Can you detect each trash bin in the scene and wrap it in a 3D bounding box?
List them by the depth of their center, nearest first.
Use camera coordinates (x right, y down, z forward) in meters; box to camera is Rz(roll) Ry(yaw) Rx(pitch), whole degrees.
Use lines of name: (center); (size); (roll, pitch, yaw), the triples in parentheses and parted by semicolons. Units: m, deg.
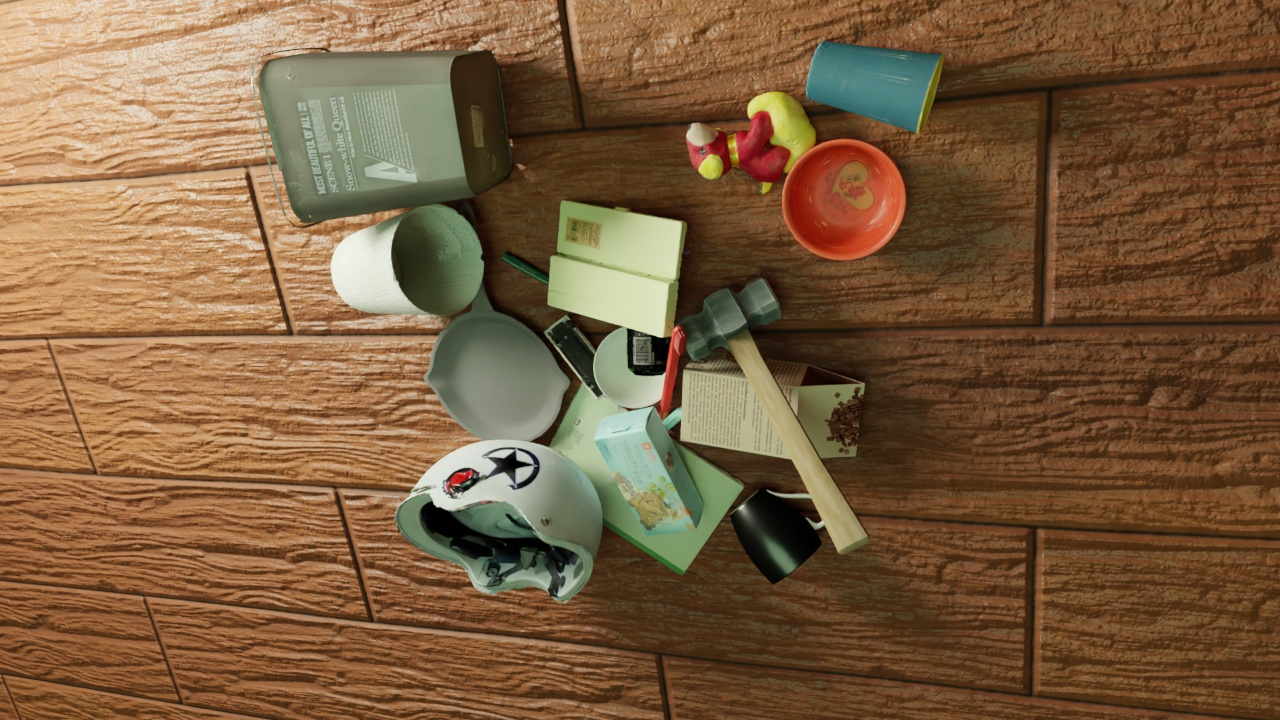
trash bin: (-0.284, -0.267, 1.062); (0.220, 0.197, 0.197); (-1, 112, 13)
trash bin: (-0.297, -0.117, 1.142); (0.162, 0.133, 0.133); (-2, 112, 43)

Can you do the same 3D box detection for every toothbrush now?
toothbrush: (0.037, 0.029, 1.104); (0.018, 0.012, 0.213); (59, 159, 29)
toothbrush: (-0.091, -0.091, 1.156); (0.190, 0.016, 0.017); (28, 121, 6)

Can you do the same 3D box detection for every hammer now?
hammer: (0.155, 0.060, 1.007); (0.117, 0.051, 0.322); (-28, 66, 3)

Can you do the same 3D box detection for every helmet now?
helmet: (-0.175, 0.191, 1.207); (0.264, 0.163, 0.237); (6, 140, 15)

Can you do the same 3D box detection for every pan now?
pan: (-0.199, -0.035, 1.214); (0.217, 0.024, 0.355); (1, 113, 20)

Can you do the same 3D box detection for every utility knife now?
utility knife: (0.003, 0.111, 1.193); (0.015, 0.022, 0.178); (46, 123, -1)

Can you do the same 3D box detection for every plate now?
plate: (-0.007, 0.007, 1.150); (0.104, 0.026, 0.104); (0, 97, -3)

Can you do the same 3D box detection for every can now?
can: (0.010, -0.051, 1.102); (0.054, 0.053, 0.138); (2, 98, 19)

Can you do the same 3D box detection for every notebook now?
notebook: (-0.009, 0.163, 1.239); (0.252, 0.010, 0.182); (32, 119, 5)

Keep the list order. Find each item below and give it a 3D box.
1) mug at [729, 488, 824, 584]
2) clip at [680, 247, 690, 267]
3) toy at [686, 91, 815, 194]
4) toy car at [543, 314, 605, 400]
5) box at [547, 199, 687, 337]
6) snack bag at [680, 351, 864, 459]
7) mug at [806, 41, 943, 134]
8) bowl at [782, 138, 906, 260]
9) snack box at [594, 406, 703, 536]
mug: (0.177, 0.206, 1.158); (0.119, 0.085, 0.100); (-40, 81, -1)
clip: (0.038, -0.132, 1.096); (0.046, 0.014, 0.050); (-28, 102, 27)
toy: (0.122, -0.232, 1.001); (0.137, 0.067, 0.105); (-13, 110, 11)
toy car: (-0.074, -0.004, 1.175); (0.039, 0.039, 0.113); (-37, 95, 5)
box: (-0.032, -0.111, 1.077); (0.187, 0.024, 0.137); (19, 105, 35)
snack bag: (0.158, 0.056, 1.099); (0.206, 0.069, 0.094); (8, 114, 16)
mug: (0.235, -0.282, 0.929); (0.121, 0.078, 0.078); (18, 117, 18)
bowl: (0.221, -0.176, 0.991); (0.131, 0.045, 0.131); (7, 114, 17)
snack box: (0.013, 0.144, 1.167); (0.075, 0.053, 0.175); (-13, 120, 24)
